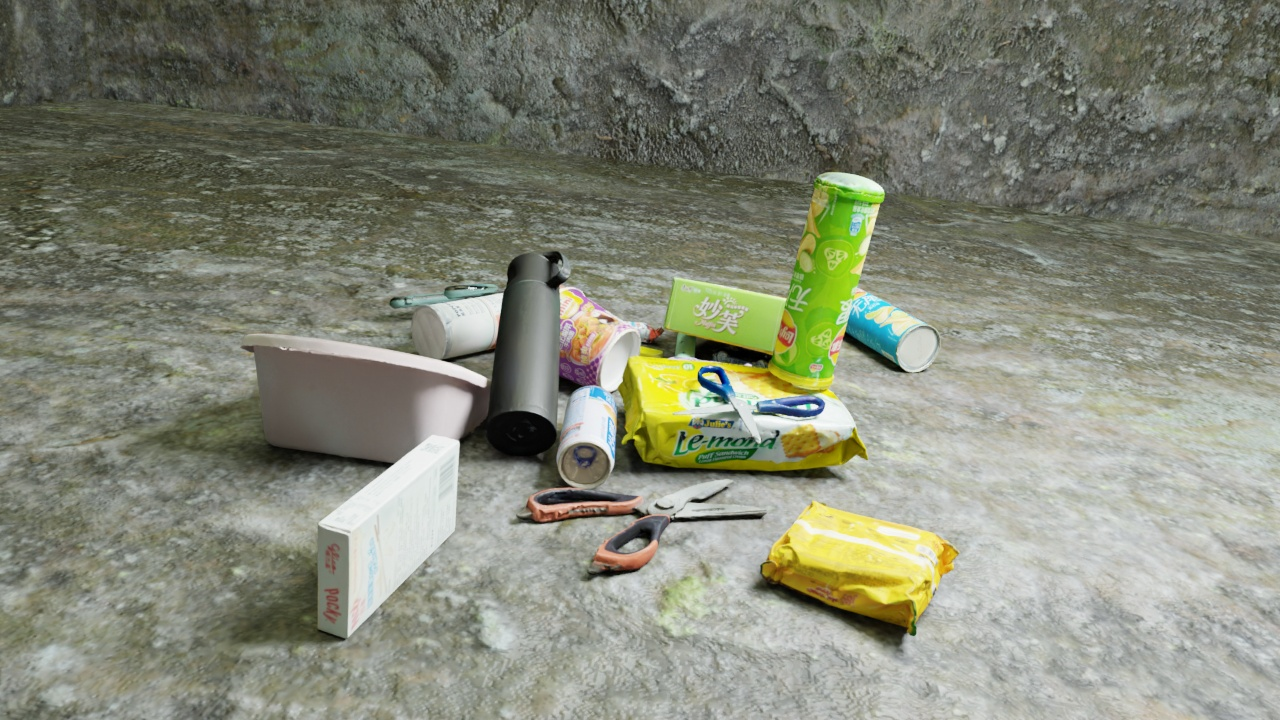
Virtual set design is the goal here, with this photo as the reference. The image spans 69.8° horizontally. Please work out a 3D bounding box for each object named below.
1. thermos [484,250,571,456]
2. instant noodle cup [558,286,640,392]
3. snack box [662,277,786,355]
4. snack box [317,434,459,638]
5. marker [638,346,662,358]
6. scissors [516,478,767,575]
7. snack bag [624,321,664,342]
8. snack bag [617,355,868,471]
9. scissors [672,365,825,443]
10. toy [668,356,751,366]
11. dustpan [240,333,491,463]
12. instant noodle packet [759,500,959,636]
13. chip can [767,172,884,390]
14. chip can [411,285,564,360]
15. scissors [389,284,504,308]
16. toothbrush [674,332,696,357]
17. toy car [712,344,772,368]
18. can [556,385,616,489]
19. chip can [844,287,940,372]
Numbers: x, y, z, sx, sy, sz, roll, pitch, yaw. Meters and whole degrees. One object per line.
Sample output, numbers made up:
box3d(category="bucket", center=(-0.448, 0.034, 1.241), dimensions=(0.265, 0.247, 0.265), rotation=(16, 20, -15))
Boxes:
box3d(category="thermos", center=(-0.111, -0.021, 0.946), dimensions=(0.068, 0.090, 0.242), rotation=(29, 38, -29))
box3d(category="instant noodle cup", center=(-0.062, -0.017, 1.073), dimensions=(0.099, 0.112, 0.111), rotation=(28, 28, 25))
box3d(category="snack box", center=(0.145, -0.055, 1.202), dimensions=(0.158, 0.070, 0.209), rotation=(14, 6, 25))
box3d(category="snack box", center=(-0.180, 0.122, 0.670), dimensions=(0.027, 0.085, 0.156), rotation=(13, 21, 13))
box3d(category="marker", center=(-0.028, -0.016, 1.202), dimensions=(0.124, 0.015, 0.018), rotation=(12, 26, 23))
box3d(category="scissors", center=(0.003, 0.134, 0.798), dimensions=(0.189, 0.015, 0.225), rotation=(13, 20, 19))
box3d(category="snack bag", center=(-0.020, -0.040, 1.251), dimensions=(0.104, 0.026, 0.048), rotation=(4, 8, -8))
box3d(category="snack bag", center=(0.096, 0.058, 0.953), dimensions=(0.246, 0.068, 0.158), rotation=(4, 20, -8))
box3d(category="scissors", center=(0.104, 0.041, 0.883), dimensions=(0.162, 0.012, 0.173), rotation=(5, 21, -10))
box3d(category="toy", center=(0.071, 0.024, 1.085), dimensions=(0.108, 0.039, 0.083), rotation=(13, 42, 13))
box3d(category="dustpan", center=(-0.253, 0.003, 0.897), dimensions=(0.222, 0.139, 0.273), rotation=(6, 21, 1))
box3d(category="instant noodle packet", center=(0.175, 0.162, 0.728), dimensions=(0.128, 0.044, 0.110), rotation=(14, 27, 29))
box3d(category="chip can", center=(0.192, -0.083, 0.956), dimensions=(0.072, 0.221, 0.072), rotation=(10, 19, -4))
box3d(category="chip can", center=(-0.181, -0.051, 1.166), dimensions=(0.071, 0.071, 0.214), rotation=(22, 25, 37))
box3d(category="scissors", center=(-0.254, -0.085, 1.214), dimensions=(0.181, 0.019, 0.170), rotation=(-8, 4, 10))
box3d(category="toothbrush", center=(0.060, -0.023, 1.225), dimensions=(0.027, 0.026, 0.224), rotation=(-23, 16, 12))
box3d(category="toy car", center=(0.135, 0.004, 1.162), dimensions=(0.091, 0.034, 0.042), rotation=(14, 24, 23))
box3d(category="can", center=(-0.050, 0.073, 0.890), dimensions=(0.053, 0.053, 0.134), rotation=(6, 20, -2))
box3d(category="chip can", center=(0.342, -0.053, 1.327), dimensions=(0.071, 0.071, 0.210), rotation=(-2, 21, -21))
